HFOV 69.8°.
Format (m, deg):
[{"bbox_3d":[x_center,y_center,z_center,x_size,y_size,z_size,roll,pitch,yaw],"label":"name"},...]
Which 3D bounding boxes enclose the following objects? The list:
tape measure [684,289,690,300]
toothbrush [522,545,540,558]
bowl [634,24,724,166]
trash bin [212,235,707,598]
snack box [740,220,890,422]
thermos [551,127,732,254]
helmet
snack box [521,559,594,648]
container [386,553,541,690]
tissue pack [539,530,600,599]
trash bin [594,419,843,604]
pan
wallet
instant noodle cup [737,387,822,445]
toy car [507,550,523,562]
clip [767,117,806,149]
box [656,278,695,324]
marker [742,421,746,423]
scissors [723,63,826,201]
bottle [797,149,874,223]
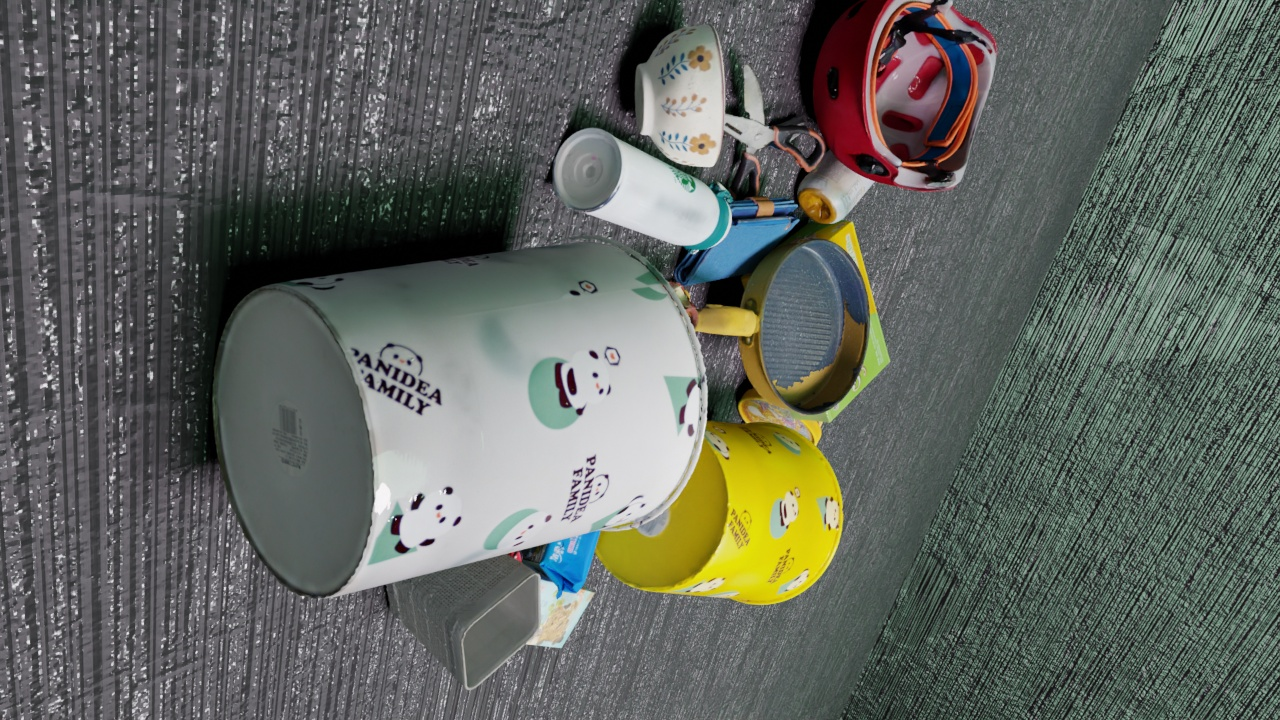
[{"bbox_3d":[0.030,-0.051,0.965,0.059,0.029,0.057,-23,134,-48],"label":"tape measure"},{"bbox_3d":[-0.097,0.147,0.915,0.018,0.016,0.192,-32,155,-36],"label":"toothbrush"},{"bbox_3d":[0.029,-0.215,0.755,0.062,0.113,0.114,-5,132,-7],"label":"bowl"},{"bbox_3d":[-0.121,0.034,0.614,0.251,0.230,0.230,-11,125,-48],"label":"trash bin"},{"bbox_3d":[0.225,-0.050,1.150,0.157,0.070,0.210,-38,117,-35],"label":"snack box"},{"bbox_3d":[0.015,-0.145,0.812,0.223,0.073,0.073,6,111,-60],"label":"thermos"},{"bbox_3d":[0.263,-0.296,0.998,0.239,0.144,0.207,17,88,-42],"label":"helmet"},{"bbox_3d":[-0.119,0.260,0.987,0.074,0.052,0.175,-58,152,-5],"label":"snack box"},{"bbox_3d":[-0.159,0.206,0.808,0.090,0.114,0.090,-34,142,-39],"label":"container"},{"bbox_3d":[-0.064,0.163,0.944,0.095,0.052,0.157,-46,152,-87],"label":"tissue pack"},{"bbox_3d":[0.082,0.171,1.064,0.255,0.230,0.230,18,101,-56],"label":"trash bin"},{"bbox_3d":[0.141,-0.038,0.974,0.356,0.078,0.197,1,93,-42],"label":"pan"},{"bbox_3d":[0.104,-0.128,0.981,0.132,0.040,0.107,-16,150,-49],"label":"wallet"},{"bbox_3d":[0.212,0.045,1.262,0.114,0.118,0.118,-56,152,-23],"label":"instant noodle cup"},{"bbox_3d":[-0.158,0.217,0.889,0.106,0.049,0.031,-54,153,-8],"label":"toy car"},{"bbox_3d":[0.162,-0.251,0.996,0.058,0.027,0.045,-34,134,-39],"label":"clip"},{"bbox_3d":[-0.005,0.005,0.874,0.168,0.080,0.091,-66,157,-10],"label":"box"},{"bbox_3d":[0.135,0.144,1.325,0.022,0.018,0.131,-29,141,-63],"label":"marker"},{"bbox_3d":[0.126,-0.218,0.943,0.188,0.015,0.227,-24,146,-25],"label":"scissors"},{"bbox_3d":[0.266,-0.247,1.120,0.189,0.068,0.068,-49,149,-21],"label":"bottle"}]
